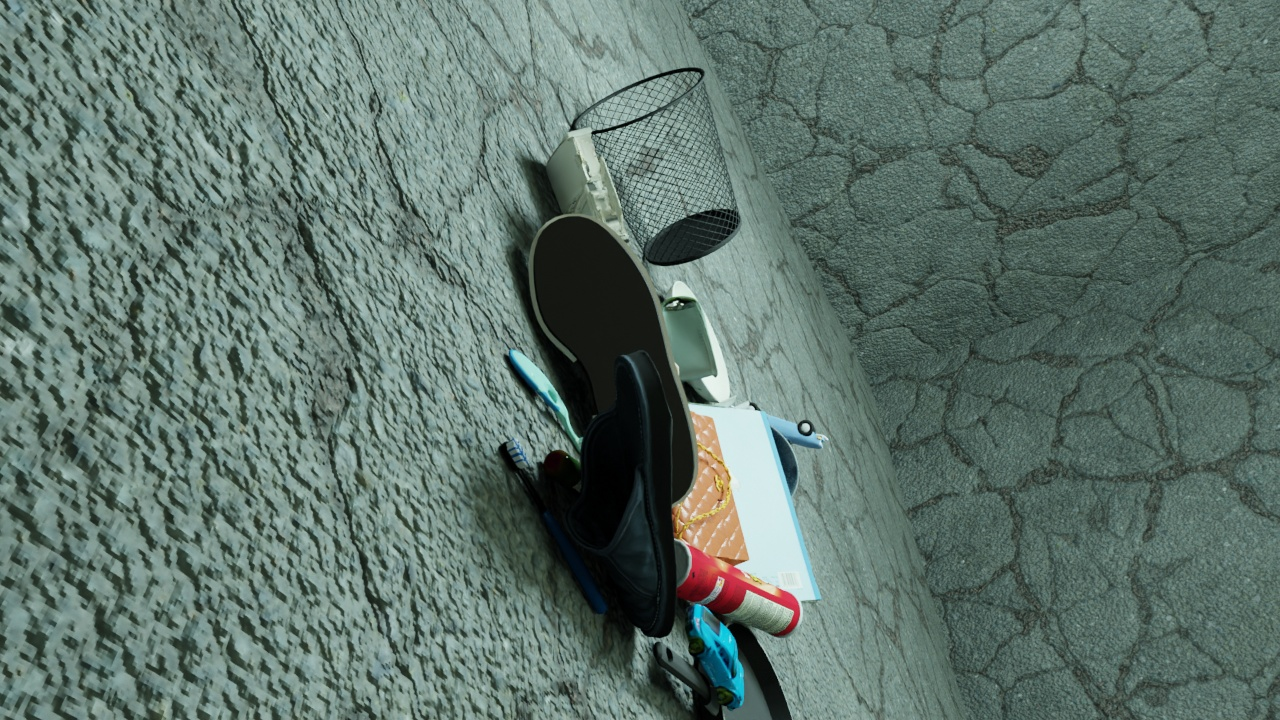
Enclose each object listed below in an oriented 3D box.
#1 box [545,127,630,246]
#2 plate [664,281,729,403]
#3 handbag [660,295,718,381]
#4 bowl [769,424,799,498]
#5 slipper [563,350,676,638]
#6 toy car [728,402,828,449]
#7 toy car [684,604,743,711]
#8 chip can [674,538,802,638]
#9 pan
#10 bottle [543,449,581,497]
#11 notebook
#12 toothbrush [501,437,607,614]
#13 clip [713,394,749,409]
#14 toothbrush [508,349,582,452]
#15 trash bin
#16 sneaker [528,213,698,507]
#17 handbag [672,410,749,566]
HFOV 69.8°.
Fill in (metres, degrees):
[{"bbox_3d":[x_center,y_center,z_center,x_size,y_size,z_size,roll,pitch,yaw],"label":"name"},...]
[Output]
[{"bbox_3d":[-0.051,-0.183,0.973,0.185,0.044,0.143,133,-62,-69],"label":"box"},{"bbox_3d":[0.072,-0.020,1.279,0.182,0.034,0.182,55,22,-35],"label":"plate"},{"bbox_3d":[0.051,-0.025,1.126,0.122,0.067,0.106,-32,110,-88],"label":"handbag"},{"bbox_3d":[0.131,0.145,1.188,0.057,0.137,0.137,120,-38,-57],"label":"bowl"},{"bbox_3d":[-0.023,0.118,0.742,0.109,0.083,0.266,-121,-157,-55],"label":"slipper"},{"bbox_3d":[0.200,0.104,1.359,0.056,0.153,0.054,38,71,-72],"label":"toy car"},{"bbox_3d":[0.072,0.268,0.832,0.105,0.032,0.048,63,16,-16],"label":"toy car"},{"bbox_3d":[0.092,0.237,0.943,0.214,0.052,0.051,34,37,-43],"label":"chip can"},{"bbox_3d":[0.085,0.344,0.889,0.356,0.034,0.224,51,25,-43],"label":"pan"},{"bbox_3d":[-0.048,0.108,0.794,0.106,0.025,0.025,46,28,-49],"label":"bottle"},{"bbox_3d":[0.118,0.168,1.096,0.180,0.009,0.253,8,57,-36],"label":"notebook"},{"bbox_3d":[-0.066,0.134,0.730,0.168,0.014,0.014,62,14,-16],"label":"toothbrush"},{"bbox_3d":[0.113,0.087,1.227,0.101,0.052,0.059,-19,106,-46],"label":"clip"},{"bbox_3d":[-0.076,0.038,0.808,0.135,0.017,0.022,57,24,-33],"label":"toothbrush"},{"bbox_3d":[0.035,-0.253,1.231,0.183,0.184,0.210,-82,151,-57],"label":"trash bin"},{"bbox_3d":[-0.022,0.000,0.904,0.116,0.111,0.294,161,-94,-86],"label":"sneaker"},{"bbox_3d":[0.056,0.135,0.998,0.108,0.060,0.171,19,50,-46],"label":"handbag"}]
